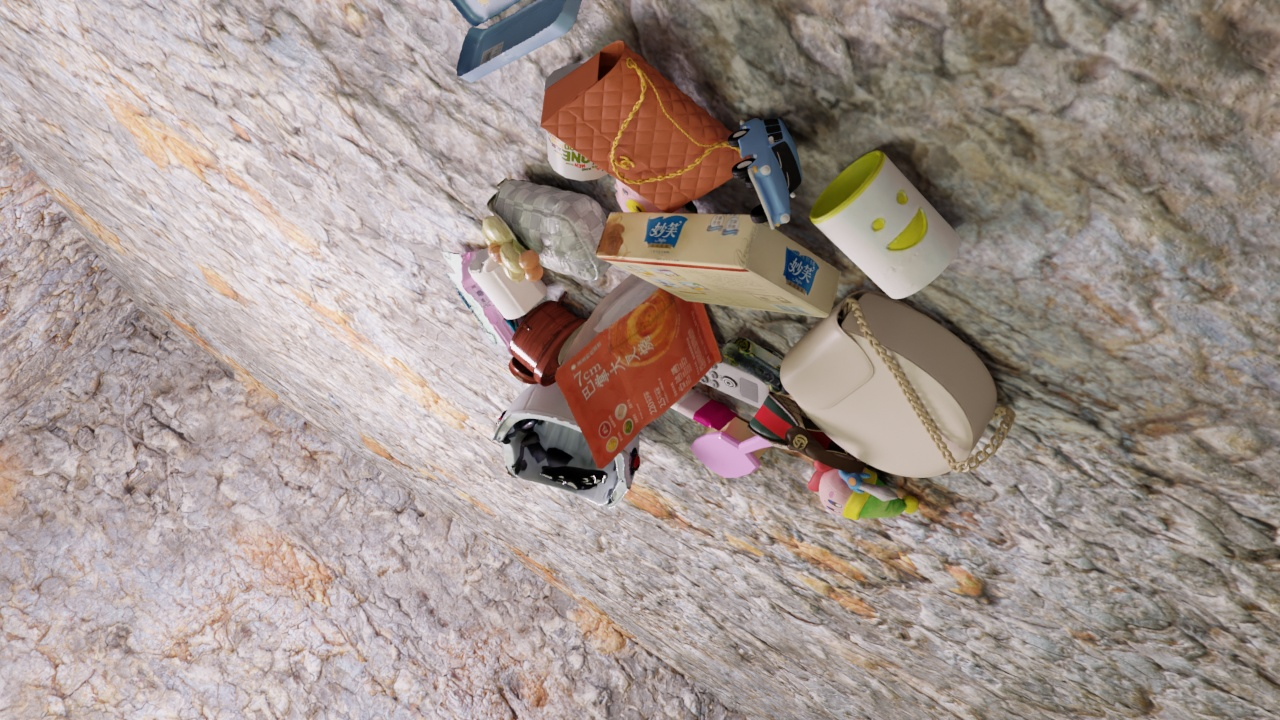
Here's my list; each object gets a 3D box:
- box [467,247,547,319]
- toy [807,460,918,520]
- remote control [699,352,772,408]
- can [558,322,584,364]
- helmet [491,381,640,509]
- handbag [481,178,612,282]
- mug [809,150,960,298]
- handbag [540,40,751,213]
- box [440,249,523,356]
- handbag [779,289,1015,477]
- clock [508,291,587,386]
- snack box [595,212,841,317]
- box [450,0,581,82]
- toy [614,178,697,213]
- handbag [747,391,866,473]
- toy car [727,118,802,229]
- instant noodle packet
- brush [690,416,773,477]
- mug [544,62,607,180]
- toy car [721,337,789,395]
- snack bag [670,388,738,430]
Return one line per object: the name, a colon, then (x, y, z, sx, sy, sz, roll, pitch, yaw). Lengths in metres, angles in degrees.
box: (-0.180, -0.120, 1.282, 0.137, 0.083, 0.144, 53, 168, -28)
toy: (0.295, 0.168, 1.216, 0.131, 0.096, 0.124, 45, 154, 27)
remote control: (0.108, 0.017, 1.235, 0.151, 0.019, 0.074, 25, 152, 23)
can: (-0.041, -0.006, 1.258, 0.128, 0.127, 0.073, 2, 136, 50)
helmet: (-0.103, 0.110, 1.488, 0.237, 0.163, 0.264, 14, 148, 10)
handbag: (-0.115, -0.148, 1.114, 0.172, 0.123, 0.112, 19, 144, 43)
mug: (0.214, -0.118, 0.805, 0.106, 0.082, 0.083, 41, 154, -14)
handbag: (0.008, -0.209, 0.851, 0.109, 0.060, 0.171, -23, 142, 39)
box: (-0.230, -0.082, 1.453, 0.159, 0.066, 0.230, 39, 164, 46)
handbag: (0.262, 0.037, 0.985, 0.208, 0.103, 0.211, 39, 153, 2)
clock: (-0.137, -0.021, 1.363, 0.072, 0.120, 0.158, 39, 148, 13)
snack box: (0.079, -0.101, 0.955, 0.208, 0.055, 0.153, 11, 172, 46)
box: (-0.124, -0.347, 0.882, 0.210, 0.049, 0.120, 0, 102, 52)
toy: (0.006, -0.179, 0.993, 0.102, 0.050, 0.093, 46, 151, -18)
handbag: (0.212, 0.098, 1.126, 0.138, 0.063, 0.166, 36, -172, 32)
toy car: (0.111, -0.169, 0.798, 0.055, 0.153, 0.056, -20, 118, 14)
instant noodle packet: (-0.007, 0.006, 1.112, 0.084, 0.220, 0.164, 13, 139, 37)
brush: (0.151, 0.117, 1.324, 0.089, 0.043, 0.229, 40, 154, -7)
mug: (-0.065, -0.252, 0.940, 0.090, 0.073, 0.105, 94, 153, -55)
toy car: (0.153, 0.003, 1.140, 0.105, 0.033, 0.048, 32, 157, 0)
snack bag: (0.041, 0.047, 1.324, 0.196, 0.070, 0.016, 26, 117, 19)
